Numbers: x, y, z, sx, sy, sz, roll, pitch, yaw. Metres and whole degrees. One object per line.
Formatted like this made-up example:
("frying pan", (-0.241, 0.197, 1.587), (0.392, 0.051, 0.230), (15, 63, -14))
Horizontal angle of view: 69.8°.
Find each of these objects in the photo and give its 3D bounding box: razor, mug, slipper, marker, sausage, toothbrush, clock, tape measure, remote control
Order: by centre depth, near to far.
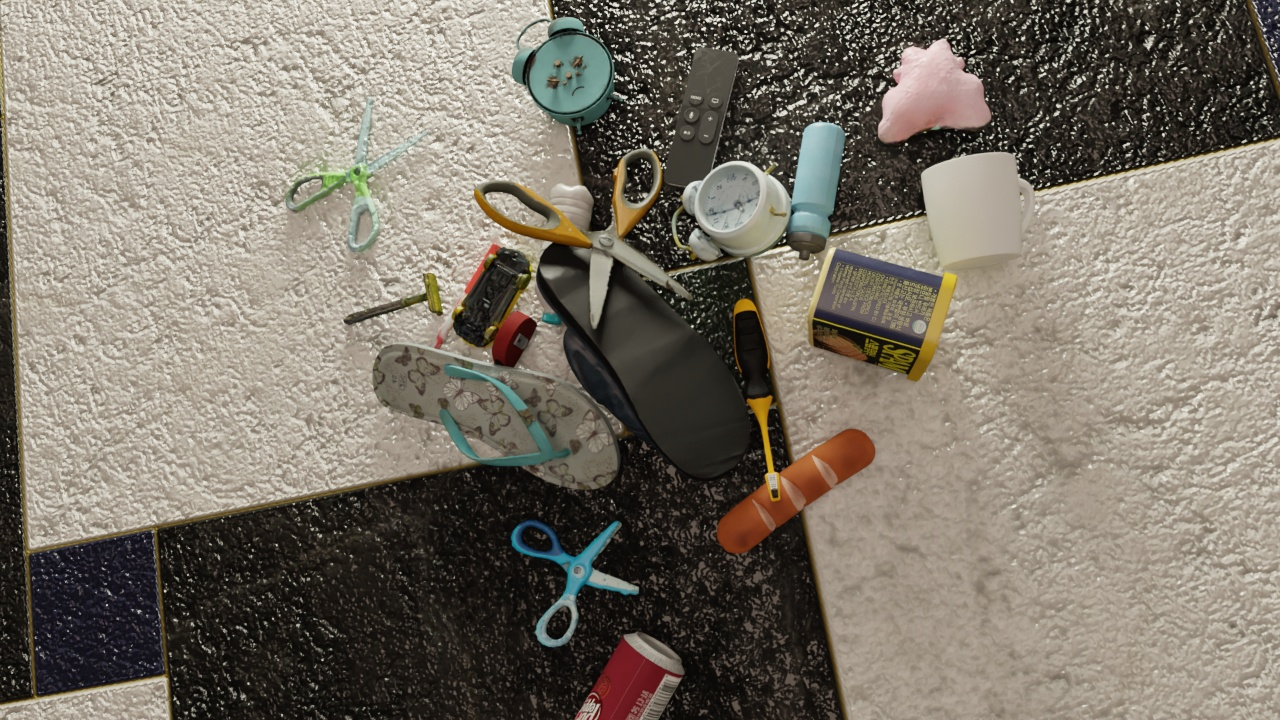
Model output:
("sausage", (0.139, 0.117, 0.829), (0.164, 0.044, 0.039), (-36, 97, 2))
("mug", (0.315, -0.133, 0.832), (0.114, 0.081, 0.087), (-5, 85, -23))
("toothbrush", (0.109, 0.033, 0.841), (0.031, 0.031, 0.196), (-9, 68, 6))
("slipper", (-0.005, 0.005, 0.858), (0.108, 0.084, 0.265), (-33, 76, -31))
("clock", (0.083, -0.139, 0.869), (0.118, 0.057, 0.083), (-18, 70, 28))
("slipper", (-0.144, 0.046, 0.869), (0.269, 0.054, 0.098), (22, 105, 13))
("tape measure", (-0.124, -0.018, 0.890), (0.019, 0.051, 0.059), (29, 86, 12))
("remote control", (0.061, -0.243, 0.918), (0.045, 0.008, 0.146), (13, 83, 11))
("marker", (-0.182, -0.056, 0.926), (0.013, 0.013, 0.142), (31, 87, 13))
("clock", (-0.077, -0.292, 0.926), (0.090, 0.053, 0.124), (-38, 77, 1))
("razor", (-0.254, -0.054, 0.933), (0.106, 0.026, 0.042), (-15, 81, 11))

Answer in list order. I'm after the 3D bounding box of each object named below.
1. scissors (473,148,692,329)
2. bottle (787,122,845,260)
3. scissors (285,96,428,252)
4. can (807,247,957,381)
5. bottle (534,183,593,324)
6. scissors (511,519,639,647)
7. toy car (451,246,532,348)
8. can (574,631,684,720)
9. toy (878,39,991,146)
("scissors", (-0.038, -0.131, 0.862), (0.225, 0.016, 0.229), (30, 57, 2))
("bottle", (0.165, -0.158, 0.871), (0.040, 0.040, 0.130), (9, 82, 10))
("scissors", (-0.294, -0.192, 0.968), (0.171, 0.024, 0.165), (-28, 72, 6))
("can", (0.206, -0.039, 0.798), (0.104, 0.135, 0.075), (18, 84, 14))
("bottle", (-0.076, -0.103, 0.899), (0.044, 0.044, 0.136), (7, 82, 10))
("scissors", (-0.070, 0.197, 0.867), (0.140, 0.011, 0.134), (39, 91, 14))
("toy car", (-0.146, -0.063, 0.911), (0.049, 0.030, 0.107), (32, 89, 14))
("can", (-0.013, 0.304, 0.814), (0.063, 0.063, 0.114), (30, 87, 12))
("toy", (0.271, -0.252, 0.864), (0.102, 0.050, 0.093), (-9, 83, 11))
